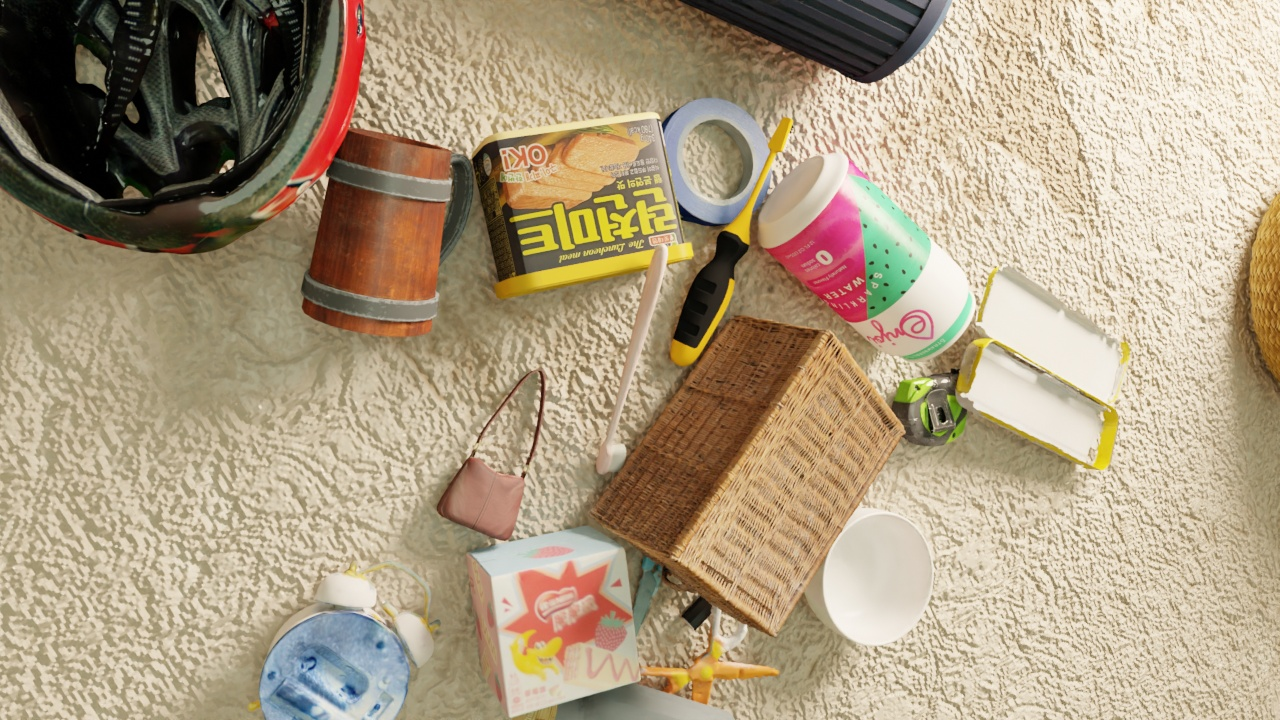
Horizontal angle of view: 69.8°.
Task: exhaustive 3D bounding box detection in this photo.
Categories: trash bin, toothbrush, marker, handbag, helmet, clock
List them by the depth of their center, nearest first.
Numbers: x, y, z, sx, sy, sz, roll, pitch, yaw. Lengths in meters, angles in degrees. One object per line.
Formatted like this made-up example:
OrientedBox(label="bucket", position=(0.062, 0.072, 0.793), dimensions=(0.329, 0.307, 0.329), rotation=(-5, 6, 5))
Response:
OrientedBox(label="helmet", position=(-0.254, -0.184, 0.481), dimensions=(0.217, 0.167, 0.272), rotation=(-14, 87, -5))
OrientedBox(label="clock", position=(-0.186, 0.187, 0.588), dimensions=(0.089, 0.052, 0.125), rotation=(43, 77, -17))
OrientedBox(label="toothbrush", position=(-0.004, 0.004, 0.629), dimensions=(0.018, 0.015, 0.181), rotation=(-1, 121, -27))
OrientedBox(label="trash bin", position=(0.091, -0.293, 0.633), dimensions=(0.249, 0.139, 0.139), rotation=(15, 86, -23))
OrientedBox(label="handbag", position=(-0.093, 0.061, 0.636), dimensions=(0.055, 0.029, 0.119), rotation=(27, 77, -18))
OrientedBox(label="toothbrush", position=(0.068, -0.086, 0.674), dimensions=(0.030, 0.031, 0.197), rotation=(15, 100, -61))
OrientedBox(label="marker", position=(0.081, 0.160, 0.709), dimensions=(0.123, 0.017, 0.021), rotation=(-43, 105, -13))

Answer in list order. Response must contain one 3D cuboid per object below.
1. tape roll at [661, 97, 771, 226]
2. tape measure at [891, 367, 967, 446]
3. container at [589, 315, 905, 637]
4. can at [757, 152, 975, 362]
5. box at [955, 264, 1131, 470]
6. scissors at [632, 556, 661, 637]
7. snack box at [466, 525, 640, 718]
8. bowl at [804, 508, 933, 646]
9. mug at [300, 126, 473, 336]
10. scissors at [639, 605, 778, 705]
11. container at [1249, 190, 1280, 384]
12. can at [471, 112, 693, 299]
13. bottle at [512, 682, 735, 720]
OrientedBox(label="tape roll", position=(0.054, -0.148, 0.687), dimensions=(0.091, 0.016, 0.093), rotation=(-3, 93, -21))
OrientedBox(label="tape measure", position=(0.242, 0.041, 0.758), dimensions=(0.065, 0.036, 0.058), rotation=(-12, 97, -21))
OrientedBox(label="container", position=(0.078, 0.077, 0.645), dimensions=(0.112, 0.114, 0.198), rotation=(45, 74, -27))
OrientedBox(label="can", position=(0.172, -0.076, 0.697), dimensions=(0.166, 0.088, 0.088), rotation=(38, 78, -18))
OrientedBox(label="box", position=(0.354, 0.010, 0.793), dimensions=(0.209, 0.023, 0.127), rotation=(23, 77, -29))
OrientedBox(label="scissors", position=(0.010, 0.159, 0.684), dimensions=(0.056, 0.015, 0.136), rotation=(23, 79, -23))
OrientedBox(label="snack box", position=(-0.060, 0.172, 0.621), dimensions=(0.093, 0.080, 0.095), rotation=(-8, 94, -21))
OrientedBox(label="bowl", position=(0.174, 0.168, 0.727), dimensions=(0.104, 0.054, 0.105), rotation=(0, 90, -22))
OrientedBox(label="mug", position=(-0.150, -0.081, 0.575), dimensions=(0.117, 0.081, 0.111), rotation=(-15, 121, -63))
OrientedBox(label="scissors", position=(0.047, 0.230, 0.691), dimensions=(0.125, 0.011, 0.128), rotation=(7, 104, -15))
OrientedBox(label="container", position=(0.749, -0.078, 0.868), dimensions=(0.306, 0.197, 0.307), rotation=(-1, 93, -20))
OrientedBox(label="can", position=(-0.041, -0.105, 0.623), dimensions=(0.130, 0.073, 0.101), rotation=(-13, 94, -20))
OrientedBox(label="bottle", position=(-0.012, 0.268, 0.657), dimensions=(0.161, 0.046, 0.072), rotation=(23, 102, -19))
